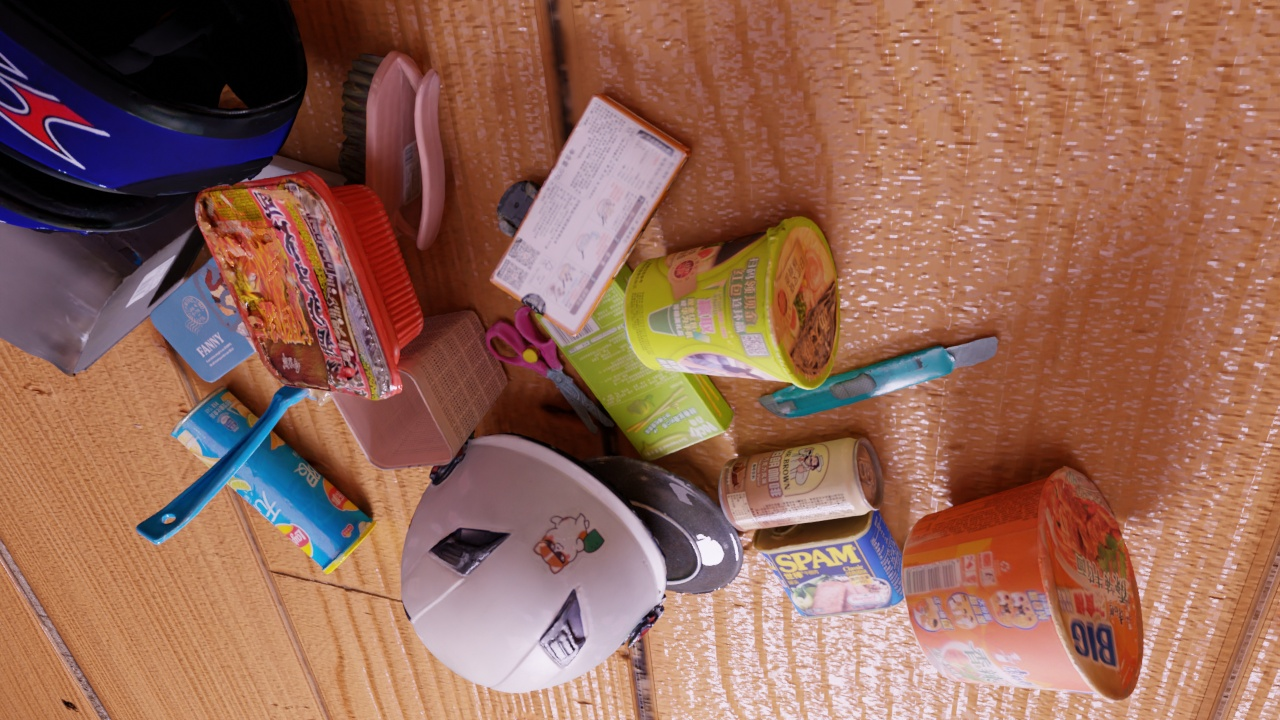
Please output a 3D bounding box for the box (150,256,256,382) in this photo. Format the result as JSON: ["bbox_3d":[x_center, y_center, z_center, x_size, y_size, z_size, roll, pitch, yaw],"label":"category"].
[{"bbox_3d":[-0.363,-0.050,0.826,0.185,0.061,0.090,-29,106,34],"label":"box"}]

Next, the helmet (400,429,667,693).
[{"bbox_3d":[-0.110,0.187,0.770,0.230,0.156,0.275,41,152,-4],"label":"helmet"}]

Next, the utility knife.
[{"bbox_3d":[0.167,0.014,0.661,0.182,0.013,0.029,-20,113,33],"label":"utility knife"}]

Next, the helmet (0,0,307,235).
[{"bbox_3d":[-0.383,-0.201,0.602,0.315,0.246,0.241,51,128,2],"label":"helmet"}]

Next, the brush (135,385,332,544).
[{"bbox_3d":[-0.302,0.051,0.756,0.083,0.253,0.046,26,147,21],"label":"brush"}]

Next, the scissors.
[{"bbox_3d":[-0.063,0.008,0.762,0.137,0.017,0.074,43,119,-13],"label":"scissors"}]

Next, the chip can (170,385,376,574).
[{"bbox_3d":[-0.373,0.122,0.938,0.210,0.071,0.071,45,128,-9],"label":"chip can"}]

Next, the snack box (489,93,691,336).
[{"bbox_3d":[-0.036,-0.099,0.637,0.075,0.026,0.154,33,109,1],"label":"snack box"}]

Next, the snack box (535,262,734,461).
[{"bbox_3d":[-0.004,0.004,0.723,0.086,0.026,0.156,-26,109,36],"label":"snack box"}]

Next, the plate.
[{"bbox_3d":[0.003,0.153,0.804,0.179,0.024,0.180,16,135,17],"label":"plate"}]

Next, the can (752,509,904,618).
[{"bbox_3d":[0.155,0.157,0.736,0.102,0.057,0.083,-18,115,33],"label":"can"}]

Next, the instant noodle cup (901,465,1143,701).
[{"bbox_3d":[0.261,0.158,0.639,0.112,0.151,0.151,-21,111,42],"label":"instant noodle cup"}]

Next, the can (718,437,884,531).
[{"bbox_3d":[0.122,0.096,0.707,0.116,0.058,0.058,-14,115,31],"label":"can"}]

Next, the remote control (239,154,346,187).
[{"bbox_3d":[-0.299,-0.142,0.760,0.150,0.021,0.058,19,128,11],"label":"remote control"}]

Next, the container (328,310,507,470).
[{"bbox_3d":[-0.176,0.019,0.756,0.090,0.110,0.090,-8,118,28],"label":"container"}]

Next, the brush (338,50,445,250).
[{"bbox_3d":[-0.178,-0.153,0.674,0.073,0.063,0.146,23,126,13],"label":"brush"}]

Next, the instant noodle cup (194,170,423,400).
[{"bbox_3d":[-0.235,-0.059,0.671,0.189,0.078,0.164,5,118,40],"label":"instant noodle cup"}]

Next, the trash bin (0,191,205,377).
[{"bbox_3d":[-0.504,-0.126,0.764,0.219,0.198,0.199,39,129,-13],"label":"trash bin"}]

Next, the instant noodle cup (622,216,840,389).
[{"bbox_3d":[0.058,-0.035,0.625,0.124,0.111,0.112,-2,121,34],"label":"instant noodle cup"}]

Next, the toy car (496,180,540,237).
[{"bbox_3d":[-0.063,-0.095,0.675,0.090,0.034,0.043,38,112,-2],"label":"toy car"}]
